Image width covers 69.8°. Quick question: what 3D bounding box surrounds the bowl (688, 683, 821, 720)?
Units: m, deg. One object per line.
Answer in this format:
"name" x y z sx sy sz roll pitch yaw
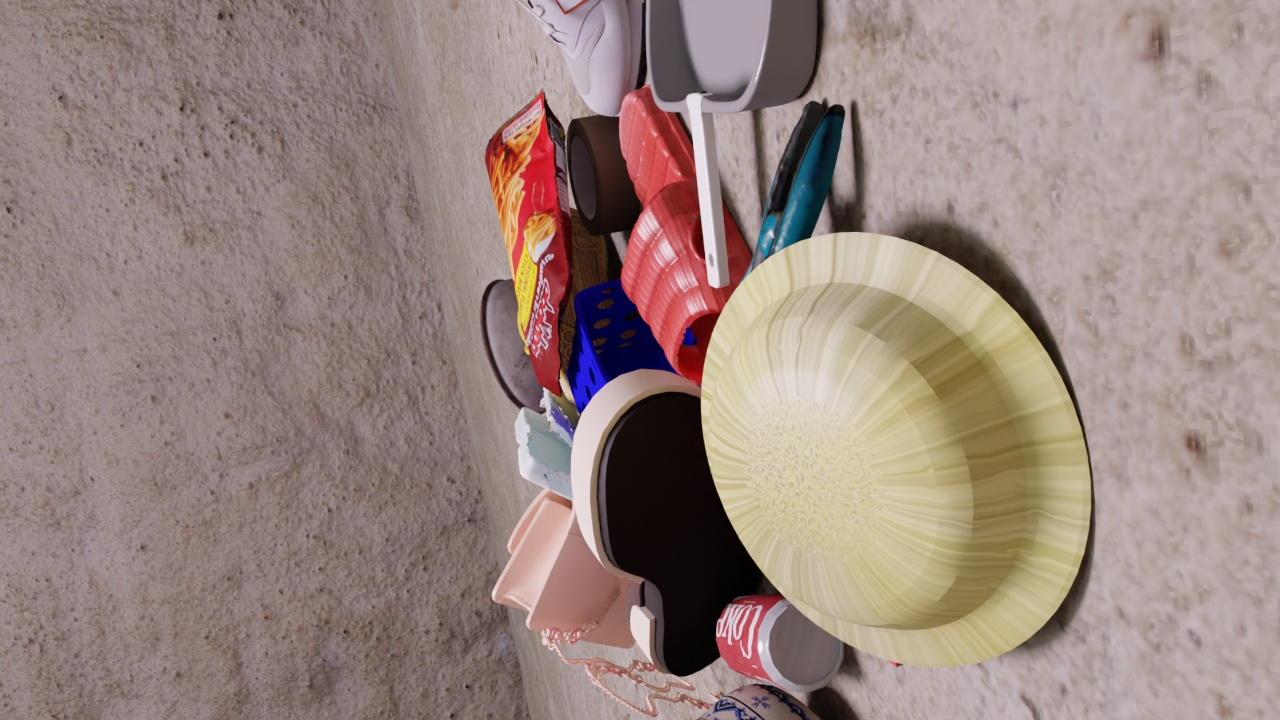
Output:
"bowl" 0.088 0.249 0.563 0.115 0.059 0.116 44 157 24

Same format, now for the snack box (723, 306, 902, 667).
"snack box" 0.095 0.049 0.454 0.133 0.035 0.152 -158 56 -71

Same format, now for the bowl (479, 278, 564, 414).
"bowl" -0.095 -0.022 0.930 0.144 0.067 0.145 -16 -90 -71

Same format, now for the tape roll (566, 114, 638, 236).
"tape roll" -0.032 -0.149 0.736 0.094 0.030 0.093 166 90 -74

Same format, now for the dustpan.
"dustpan" 0.039 -0.166 0.477 0.163 0.033 0.258 -142 41 -65

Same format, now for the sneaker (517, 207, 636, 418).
"sneaker" -0.050 -0.008 0.807 0.122 0.086 0.238 110 145 -58

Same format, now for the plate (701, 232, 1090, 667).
"plate" 0.079 0.043 0.371 0.184 0.036 0.184 19 117 44

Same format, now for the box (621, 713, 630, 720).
"box" -0.031 0.309 0.595 0.081 0.181 0.143 7 82 45

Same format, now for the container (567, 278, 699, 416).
"container" -0.004 0.004 0.670 0.114 0.084 0.085 107 146 -62

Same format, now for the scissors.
"scissors" 0.064 -0.047 0.422 0.135 0.019 0.130 128 150 -57

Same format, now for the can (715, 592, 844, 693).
"can" 0.082 0.171 0.563 0.097 0.054 0.054 136 119 -72

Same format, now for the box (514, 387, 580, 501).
"box" -0.065 0.070 0.761 0.086 0.072 0.199 60 177 -10

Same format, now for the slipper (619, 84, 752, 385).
"slipper" 0.017 -0.070 0.585 0.104 0.059 0.248 109 146 -62

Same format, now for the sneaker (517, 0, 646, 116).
"sneaker" -0.065 -0.262 0.589 0.240 0.124 0.088 94 157 -46

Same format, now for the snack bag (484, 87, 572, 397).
"snack bag" -0.070 -0.089 0.695 0.139 0.066 0.207 115 147 -57

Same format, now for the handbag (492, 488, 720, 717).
"handbag" 0.005 0.194 0.753 0.187 0.116 0.198 23 173 39

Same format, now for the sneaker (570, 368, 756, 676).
"sneaker" 0.004 0.090 0.601 0.116 0.111 0.294 44 162 37
